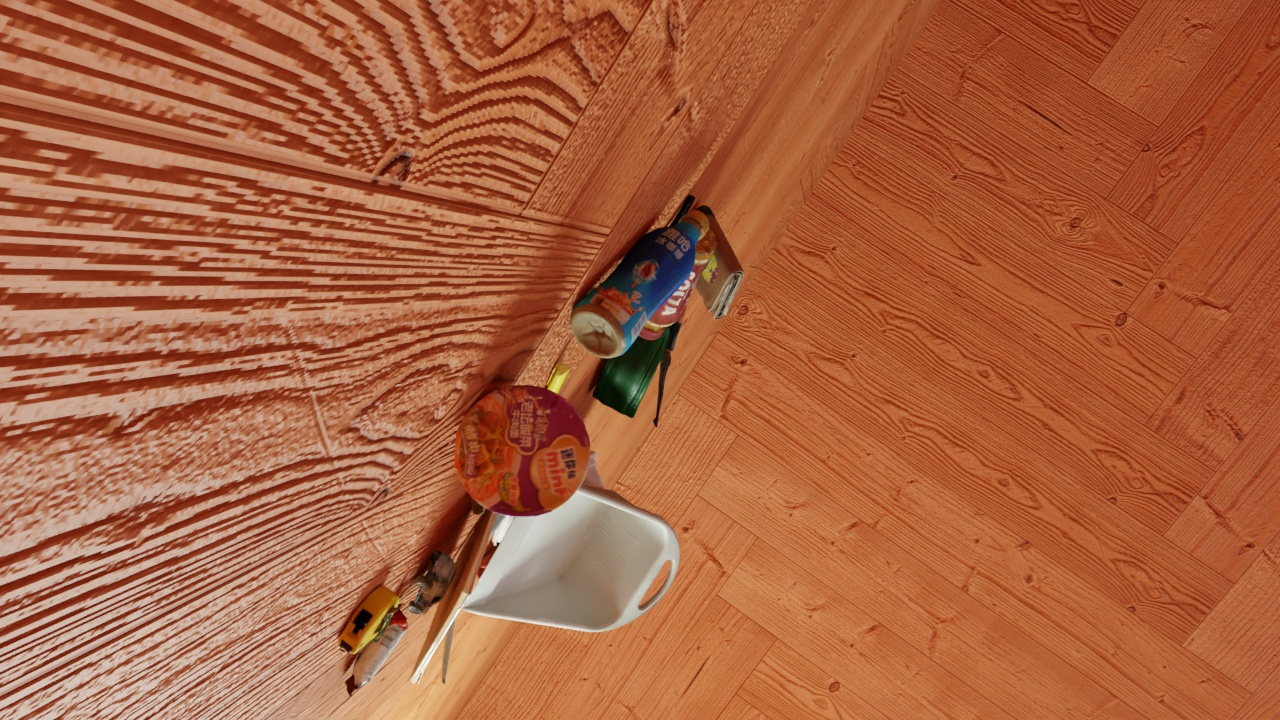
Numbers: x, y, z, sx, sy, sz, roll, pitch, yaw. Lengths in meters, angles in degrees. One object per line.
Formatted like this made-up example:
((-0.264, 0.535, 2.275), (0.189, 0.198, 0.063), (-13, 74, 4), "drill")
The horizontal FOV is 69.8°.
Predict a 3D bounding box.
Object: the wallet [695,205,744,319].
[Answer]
((0.085, -0.120, 1.130), (0.033, 0.115, 0.090), (-7, 144, -25), "wallet")

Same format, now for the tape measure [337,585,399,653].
((-0.249, 0.242, 0.861), (0.057, 0.029, 0.060), (-58, 174, 15), "tape measure")

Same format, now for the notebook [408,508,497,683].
((-0.198, 0.242, 1.002), (0.149, 0.012, 0.212), (-77, -165, -47), "notebook")

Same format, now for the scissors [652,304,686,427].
((0.040, -0.014, 1.281), (0.177, 0.015, 0.209), (117, -23, -51), "scissors")

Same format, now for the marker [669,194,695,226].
((0.026, -0.136, 1.041), (0.124, 0.015, 0.018), (-57, 175, -3), "marker")

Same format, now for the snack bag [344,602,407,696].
((-0.279, 0.306, 0.975), (0.105, 0.026, 0.045), (-55, -157, -9), "snack bag")

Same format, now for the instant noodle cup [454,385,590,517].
((-0.104, 0.080, 0.803), (0.111, 0.111, 0.099), (-54, -177, -11), "instant noodle cup")

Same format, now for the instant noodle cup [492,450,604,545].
((-0.125, 0.218, 1.339), (0.173, 0.060, 0.138), (-34, 163, -33), "instant noodle cup")

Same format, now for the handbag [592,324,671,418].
((-0.008, 0.007, 1.273), (0.120, 0.068, 0.132), (-58, 175, -31), "handbag")

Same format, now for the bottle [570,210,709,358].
((0.009, -0.089, 0.930), (0.218, 0.065, 0.065), (-51, 173, -40), "bottle")

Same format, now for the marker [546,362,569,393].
((-0.102, 0.041, 0.999), (0.018, 0.015, 0.124), (-49, 174, -41), "marker")

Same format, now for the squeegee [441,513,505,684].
((-0.199, 0.231, 1.143), (0.247, 0.039, 0.246), (-63, -169, 7), "squeegee")

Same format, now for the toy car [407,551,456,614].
((-0.226, 0.245, 1.001), (0.091, 0.034, 0.042), (-59, -171, 40), "toy car")

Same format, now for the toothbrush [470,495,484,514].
((-0.170, 0.136, 0.962), (0.015, 0.016, 0.190), (-52, 173, -23), "toothbrush")

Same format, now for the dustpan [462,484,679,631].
((-0.069, 0.283, 1.262), (0.223, 0.143, 0.257), (-60, 153, 12), "dustpan")

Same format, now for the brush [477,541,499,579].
((-0.198, 0.291, 1.397), (0.145, 0.063, 0.069), (-45, 138, -50), "brush")

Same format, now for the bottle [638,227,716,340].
((0.037, -0.093, 1.132), (0.057, 0.057, 0.175), (-50, 171, -42), "bottle")
